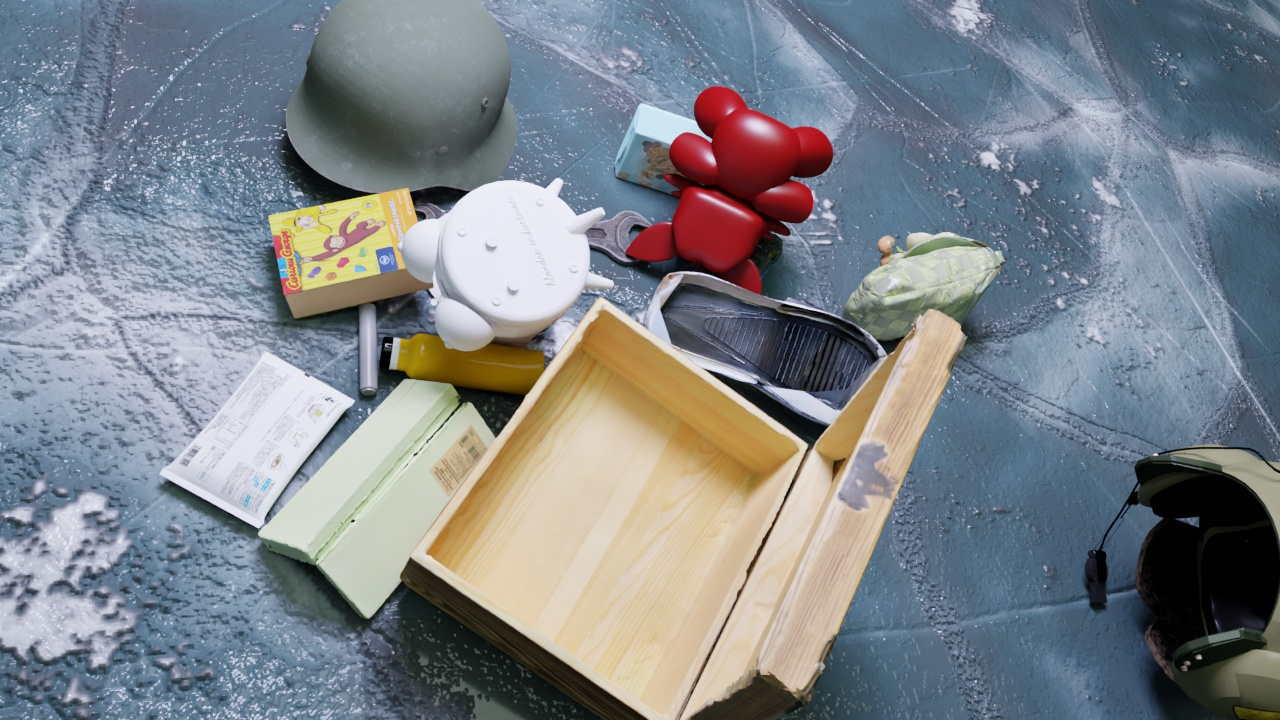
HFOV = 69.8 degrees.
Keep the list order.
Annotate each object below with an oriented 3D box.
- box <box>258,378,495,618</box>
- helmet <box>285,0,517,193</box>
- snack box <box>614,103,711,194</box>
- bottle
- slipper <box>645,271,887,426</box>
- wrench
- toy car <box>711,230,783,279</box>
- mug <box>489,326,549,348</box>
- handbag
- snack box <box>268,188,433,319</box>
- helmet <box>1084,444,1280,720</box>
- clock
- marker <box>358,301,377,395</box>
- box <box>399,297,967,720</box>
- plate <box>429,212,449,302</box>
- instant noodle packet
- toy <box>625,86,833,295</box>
[{"bbox_3d":[-0.212,0.106,0.761,0.187,0.082,0.098,-50,129,-36],"label":"box"},{"bbox_3d":[-0.229,-0.287,0.915,0.227,0.154,0.267,34,54,1],"label":"helmet"},{"bbox_3d":[0.064,-0.224,1.040,0.174,0.075,0.053,16,56,-12],"label":"snack box"},{"bbox_3d":[-0.162,0.002,0.833,0.143,0.043,0.043,8,58,-16],"label":"bottle"},{"bbox_3d":[0.135,-0.014,0.935,0.264,0.063,0.111,20,96,1],"label":"slipper"},{"bbox_3d":[-0.111,-0.134,0.957,0.273,0.010,0.070,0,60,-21],"label":"wrench"},{"bbox_3d":[0.116,-0.102,1.010,0.048,0.032,0.105,33,66,9],"label":"toy car"},{"bbox_3d":[-0.113,-0.076,0.851,0.091,0.090,0.121,23,72,-13],"label":"mug"},{"bbox_3d":[0.307,-0.091,1.032,0.186,0.113,0.116,-10,57,-25],"label":"handbag"},{"bbox_3d":[-0.263,-0.099,0.838,0.125,0.040,0.088,-15,63,-14],"label":"snack box"},{"bbox_3d":[0.550,0.209,0.839,0.233,0.256,0.249,13,58,-10],"label":"helmet"},{"bbox_3d":[-0.108,-0.085,0.764,0.160,0.073,0.125,-26,88,-22],"label":"clock"},{"bbox_3d":[-0.249,-0.033,0.837,0.016,0.016,0.140,1,60,-20],"label":"marker"},{"bbox_3d":[0.041,0.098,0.662,0.286,0.337,0.278,36,58,-4],"label":"box"},{"bbox_3d":[-0.149,-0.098,0.909,0.134,0.011,0.134,8,65,-17],"label":"plate"},{"bbox_3d":[-0.310,0.061,0.751,0.087,0.026,0.134,29,54,-2],"label":"instant noodle packet"},{"bbox_3d":[0.095,-0.170,0.953,0.158,0.197,0.120,25,14,-1],"label":"toy"}]
